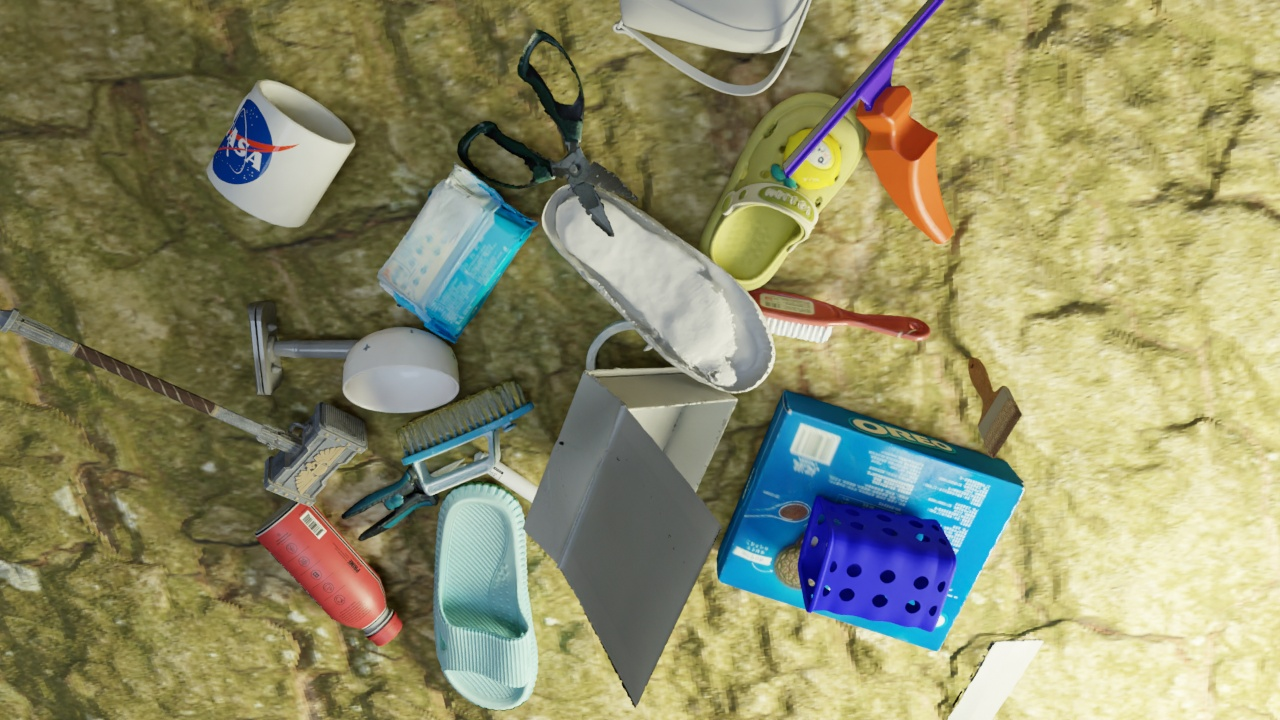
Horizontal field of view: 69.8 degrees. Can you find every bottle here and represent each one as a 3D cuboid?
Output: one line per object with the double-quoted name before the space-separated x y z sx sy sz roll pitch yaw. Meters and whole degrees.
"bottle" -0.317 0.224 0.953 0.062 0.062 0.176 -34 103 14

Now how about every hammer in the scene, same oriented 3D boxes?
"hammer" -0.411 0.034 0.829 0.099 0.044 0.322 -43 129 16

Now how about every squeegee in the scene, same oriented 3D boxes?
"squeegee" 0.220 -0.172 0.765 0.249 0.055 0.185 -49 123 -18

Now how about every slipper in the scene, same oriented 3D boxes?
"slipper" 0.115 -0.139 0.785 0.091 0.081 0.191 32 111 -4
"slipper" 0.017 -0.064 0.819 0.247 0.074 0.112 40 117 -4
"slipper" -0.165 0.257 0.951 0.116 0.069 0.276 4 109 7

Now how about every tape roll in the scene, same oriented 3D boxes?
"tape roll" -0.005 0.005 0.878 0.093 0.013 0.093 1 110 4

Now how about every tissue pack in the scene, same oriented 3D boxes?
"tissue pack" -0.168 -0.096 0.831 0.093 0.061 0.145 36 106 -7

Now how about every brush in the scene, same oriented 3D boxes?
"brush" 0.300 0.028 0.792 0.008 0.142 0.045 21 118 -1
"brush" 0.176 -0.033 0.838 0.172 0.040 0.030 10 129 2
"brush" -0.162 0.073 0.889 0.136 0.055 0.075 -23 98 12

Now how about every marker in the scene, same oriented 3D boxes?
"marker" -0.113 0.134 0.929 0.133 0.017 0.020 35 112 -7

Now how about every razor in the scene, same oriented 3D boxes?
"razor" -0.314 -0.011 0.886 0.116 0.047 0.088 1 109 -4

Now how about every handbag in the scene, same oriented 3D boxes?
"handbag" 0.035 -0.338 0.718 0.222 0.095 0.216 18 107 4

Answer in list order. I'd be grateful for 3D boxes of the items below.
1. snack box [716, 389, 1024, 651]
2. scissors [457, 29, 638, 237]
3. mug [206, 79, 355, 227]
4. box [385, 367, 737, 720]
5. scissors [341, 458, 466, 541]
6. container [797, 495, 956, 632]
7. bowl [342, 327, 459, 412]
"snack box" 0.216 0.158 0.890 0.239 0.056 0.196 18 110 -3
"scissors" -0.086 -0.165 0.778 0.155 0.015 0.209 -34 69 22
"mug" -0.321 -0.189 0.804 0.121 0.091 0.090 48 109 25
"box" -0.031 0.141 0.669 0.148 0.505 0.167 22 110 1
"scissors" -0.246 0.136 0.940 0.139 0.019 0.129 12 109 -2
"container" 0.210 0.182 0.824 0.113 0.085 0.084 11 110 -1
"bowl" -0.223 0.005 0.858 0.105 0.054 0.105 -5 152 -3
